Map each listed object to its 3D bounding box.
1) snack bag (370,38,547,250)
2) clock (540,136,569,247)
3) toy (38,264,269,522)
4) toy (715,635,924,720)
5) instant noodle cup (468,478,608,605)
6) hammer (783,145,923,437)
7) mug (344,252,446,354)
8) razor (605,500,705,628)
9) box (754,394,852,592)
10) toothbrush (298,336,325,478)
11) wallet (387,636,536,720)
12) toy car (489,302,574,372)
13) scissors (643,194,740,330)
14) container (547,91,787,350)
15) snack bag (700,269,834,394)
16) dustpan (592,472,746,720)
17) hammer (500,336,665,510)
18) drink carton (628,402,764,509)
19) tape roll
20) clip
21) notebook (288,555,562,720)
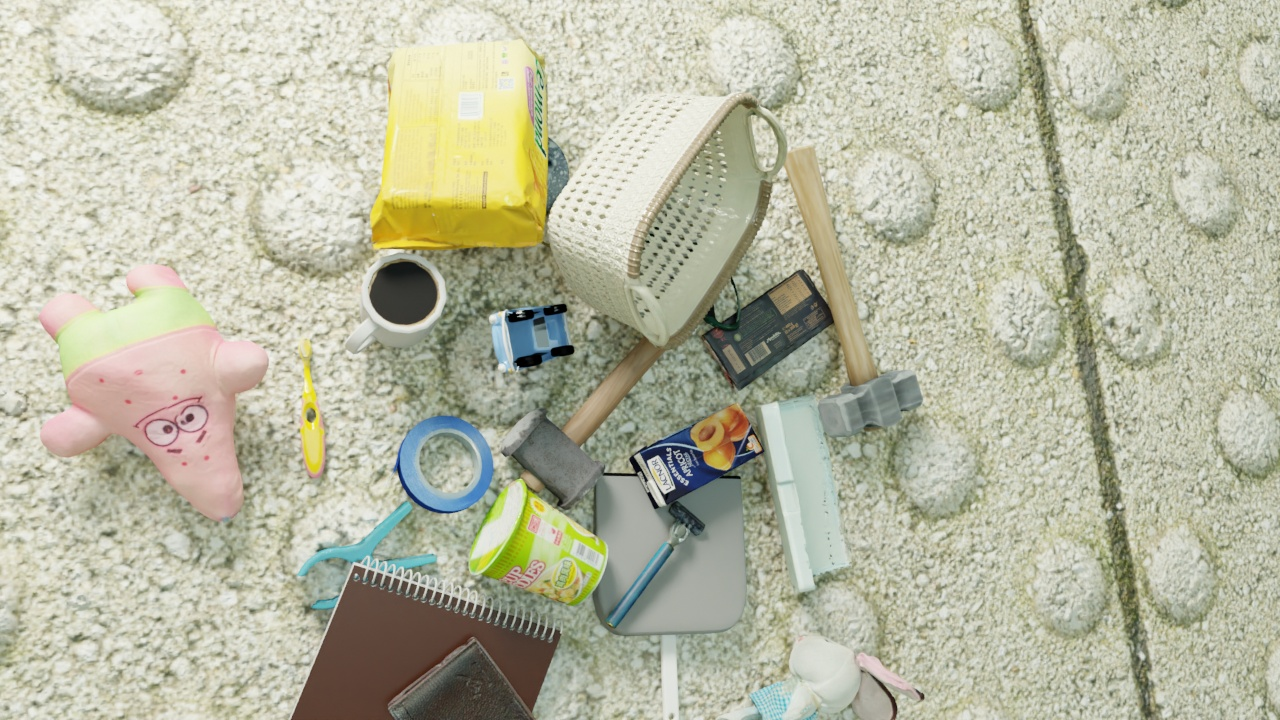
[{"bbox_3d":[-0.168,-0.208,0.870,0.159,0.068,0.246,-2,63,-3],"label":"snack bag"},{"bbox_3d":[-0.113,-0.177,0.944,0.090,0.052,0.129,-35,93,-19],"label":"clock"},{"bbox_3d":[-0.414,0.036,0.799,0.192,0.097,0.237,-26,99,-11],"label":"toy"},{"bbox_3d":[0.171,0.346,0.958,0.205,0.131,0.105,-12,55,-11],"label":"toy"},{"bbox_3d":[-0.094,0.183,0.884,0.108,0.099,0.098,32,74,-19],"label":"instant noodle cup"},{"bbox_3d":[0.220,-0.078,1.020,0.117,0.051,0.323,-19,94,-27],"label":"hammer"},{"bbox_3d":[-0.237,-0.045,0.866,0.073,0.090,0.105,46,72,-7],"label":"mug"},{"bbox_3d":[0.012,0.208,0.922,0.042,0.022,0.143,40,66,-2],"label":"razor"},{"bbox_3d":[0.176,0.138,0.986,0.125,0.075,0.197,-9,87,-38],"label":"box"},{"bbox_3d":[-0.313,0.044,0.868,0.021,0.016,0.135,-4,84,-23],"label":"toothbrush"},{"bbox_3d":[-0.158,0.331,0.844,0.099,0.031,0.120,-35,100,-18],"label":"wallet"},{"bbox_3d":[-0.108,-0.023,0.886,0.055,0.153,0.056,-8,94,18],"label":"toy car"},{"bbox_3d":[0.019,-0.114,0.994,0.203,0.015,0.201,-15,80,-17],"label":"scissors"},{"bbox_3d":[0.025,-0.145,0.896,0.143,0.185,0.245,21,63,28],"label":"container"},{"bbox_3d":[0.145,-0.036,1.025,0.155,0.018,0.074,-34,93,-19],"label":"snack bag"},{"bbox_3d":[0.031,0.248,0.947,0.163,0.033,0.257,3,73,-17],"label":"dustpan"},{"bbox_3d":[-0.006,0.006,0.945,0.098,0.052,0.327,44,76,-8],"label":"hammer"},{"bbox_3d":[0.058,0.099,0.960,0.129,0.040,0.064,-25,82,-23],"label":"drink carton"},{"bbox_3d":[-0.189,0.101,0.890,0.093,0.016,0.091,28,62,-15],"label":"tape roll"},{"bbox_3d":[-0.253,0.202,0.863,0.126,0.028,0.113,-16,86,-20],"label":"clip"},{"bbox_3d":[-0.196,0.294,0.856,0.209,0.022,0.171,23,82,-18],"label":"notebook"}]
